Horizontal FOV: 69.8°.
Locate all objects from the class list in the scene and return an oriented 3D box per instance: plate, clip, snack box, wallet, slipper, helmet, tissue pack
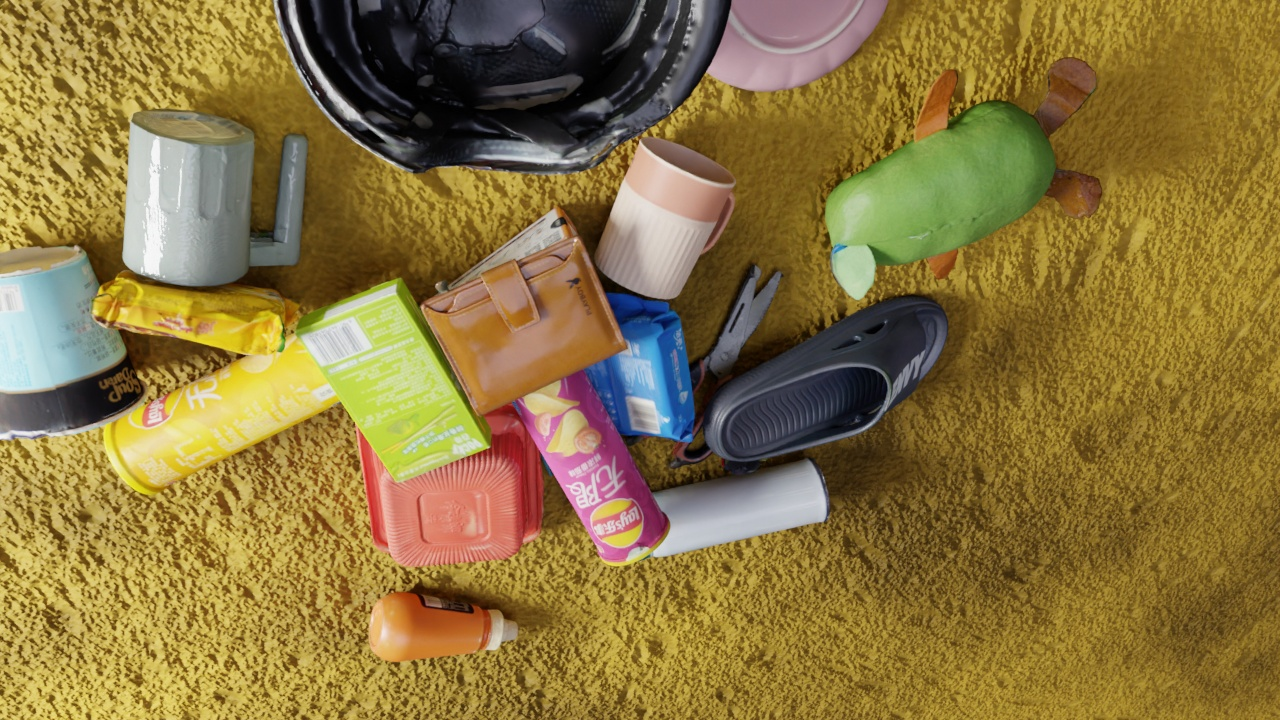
[{"bbox_3d":[0.110,-0.293,0.680,0.192,0.039,0.193,-6,121,-11],"label":"plate"},{"bbox_3d":[-0.085,0.085,0.870,0.033,0.013,0.054,-31,124,5],"label":"clip"},{"bbox_3d":[-0.116,-0.061,0.738,0.154,0.075,0.026,-34,118,7],"label":"snack box"},{"bbox_3d":[-0.089,-0.032,0.699,0.130,0.035,0.119,-24,122,-2],"label":"wallet"},{"bbox_3d":[-0.187,0.019,0.709,0.086,0.026,0.156,-21,121,6],"label":"snack box"},{"bbox_3d":[0.189,0.032,0.850,0.267,0.083,0.111,-23,126,-15],"label":"slipper"},{"bbox_3d":[-0.095,-0.242,0.591,0.273,0.157,0.230,-17,122,-17],"label":"helmet"},{"bbox_3d":[-0.005,0.005,0.801,0.095,0.052,0.157,8,128,27],"label":"tissue pack"}]

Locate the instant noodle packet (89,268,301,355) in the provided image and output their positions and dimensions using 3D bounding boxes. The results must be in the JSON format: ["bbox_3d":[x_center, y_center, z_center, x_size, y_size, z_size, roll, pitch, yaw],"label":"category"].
[{"bbox_3d":[-0.322,-0.037,0.680,0.128,0.111,0.044,9,102,-19],"label":"instant noodle packet"}]

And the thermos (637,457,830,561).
[{"bbox_3d":[0.072,0.153,0.922,0.224,0.073,0.073,-11,122,-7],"label":"thermos"}]

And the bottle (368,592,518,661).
[{"bbox_3d":[-0.194,0.271,0.928,0.149,0.066,0.067,11,117,-28],"label":"bottle"}]

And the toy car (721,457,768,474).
[{"bbox_3d":[0.110,0.062,0.893,0.049,0.031,0.106,7,110,-32],"label":"toy car"}]

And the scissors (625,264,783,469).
[{"bbox_3d":[0.059,0.008,0.860,0.206,0.015,0.202,-20,123,-2],"label":"scissors"}]

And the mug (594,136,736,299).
[{"bbox_3d":[0.028,-0.114,0.749,0.114,0.081,0.106,-4,128,-47],"label":"mug"}]

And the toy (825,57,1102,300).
[{"bbox_3d":[0.267,-0.150,0.777,0.247,0.090,0.227,-21,134,3],"label":"toy"}]

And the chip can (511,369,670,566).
[{"bbox_3d":[-0.050,0.076,0.797,0.071,0.071,0.210,-27,110,2],"label":"chip can"}]

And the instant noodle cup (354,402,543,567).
[{"bbox_3d":[-0.168,0.115,0.828,0.164,0.079,0.189,-4,122,-9],"label":"instant noodle cup"}]

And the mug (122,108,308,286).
[{"bbox_3d":[-0.304,-0.118,0.664,0.123,0.084,0.103,-9,125,-41],"label":"mug"}]

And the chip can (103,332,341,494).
[{"bbox_3d":[-0.318,0.033,0.745,0.213,0.072,0.072,-25,123,2],"label":"chip can"}]

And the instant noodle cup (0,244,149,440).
[{"bbox_3d":[-0.435,-0.019,0.674,0.111,0.111,0.120,-7,113,-10],"label":"instant noodle cup"}]
